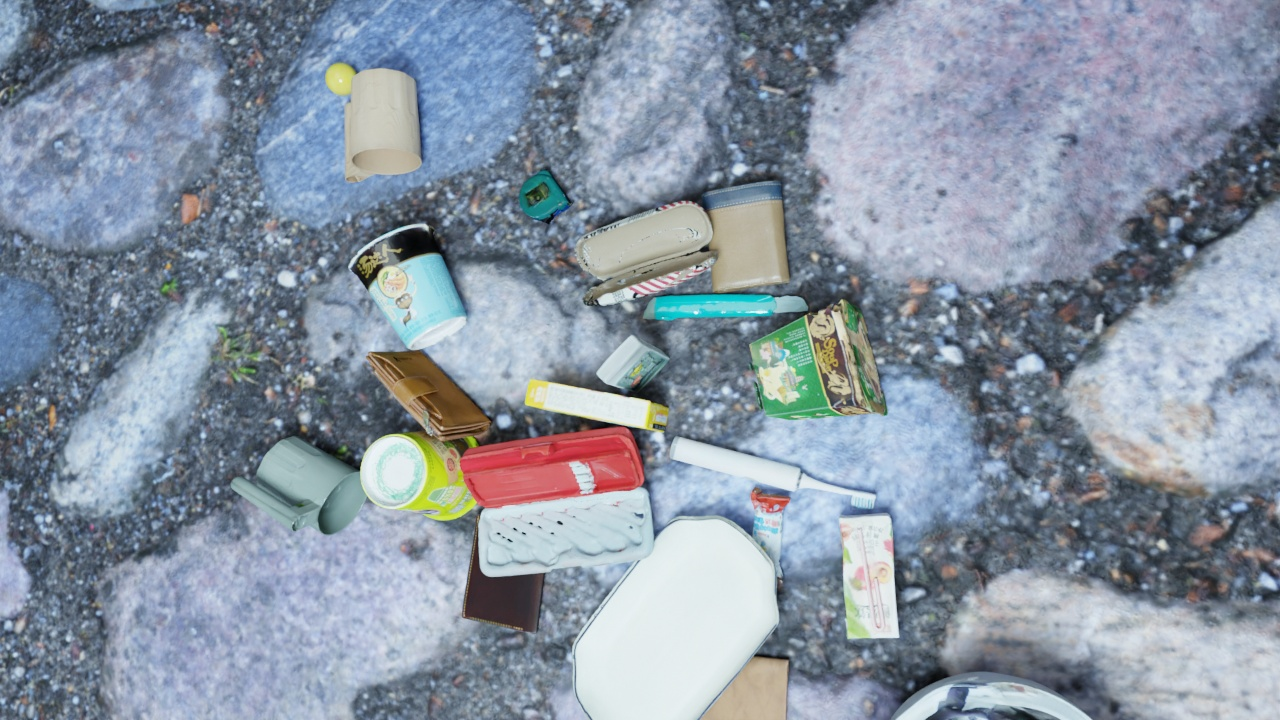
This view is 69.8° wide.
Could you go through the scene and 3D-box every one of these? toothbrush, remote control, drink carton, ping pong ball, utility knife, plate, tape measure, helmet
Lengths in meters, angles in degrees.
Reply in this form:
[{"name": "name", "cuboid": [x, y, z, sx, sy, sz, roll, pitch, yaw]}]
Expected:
[{"name": "toothbrush", "cuboid": [0.139, 0.120, 0.976, 0.221, 0.026, 0.026, 13, 98, 16]}, {"name": "remote control", "cuboid": [-0.006, 0.006, 0.972, 0.019, 0.135, 0.056, 45, 95, 14]}, {"name": "drink carton", "cuboid": [0.231, 0.218, 0.928, 0.053, 0.045, 0.122, -4, 83, 14]}, {"name": "ping pong ball", "cuboid": [-0.380, -0.358, 1.168, 0.040, 0.040, 0.040, -2, 83, 15]}, {"name": "utility knife", "cuboid": [0.092, -0.059, 1.016, 0.185, 0.013, 0.029, 0, 87, 17]}, {"name": "plate", "cuboid": [0.038, 0.286, 0.964, 0.162, 0.034, 0.266, 40, 98, 30]}, {"name": "tape measure", "cuboid": [-0.116, -0.192, 1.084, 0.054, 0.025, 0.058, -36, 75, 8]}, {"name": "helmet", "cuboid": [0.311, 0.398, 0.834, 0.229, 0.145, 0.259, 38, 102, 17]}]

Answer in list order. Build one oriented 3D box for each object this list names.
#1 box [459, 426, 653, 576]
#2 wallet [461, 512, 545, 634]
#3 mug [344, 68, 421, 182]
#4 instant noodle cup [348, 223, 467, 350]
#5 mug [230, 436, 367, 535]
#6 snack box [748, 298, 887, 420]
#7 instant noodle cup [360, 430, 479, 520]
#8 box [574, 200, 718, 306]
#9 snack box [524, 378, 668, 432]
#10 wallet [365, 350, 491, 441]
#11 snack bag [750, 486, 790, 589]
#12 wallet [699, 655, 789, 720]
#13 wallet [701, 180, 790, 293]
[{"name": "box", "cuboid": [-0.090, 0.152, 1.000, 0.201, 0.069, 0.158, -9, 96, 14]}, {"name": "wallet", "cuboid": [-0.154, 0.241, 1.046, 0.096, 0.020, 0.122, 7, 86, 20]}, {"name": "mug", "cuboid": [-0.326, -0.287, 1.133, 0.125, 0.084, 0.103, -12, 77, 40]}, {"name": "instant noodle cup", "cuboid": [-0.263, -0.081, 1.074, 0.111, 0.111, 0.120, -31, 84, 10]}, {"name": "mug", "cuboid": [-0.397, 0.150, 1.071, 0.103, 0.123, 0.084, 26, 108, 19]}, {"name": "snack box", "cuboid": [0.179, 0.010, 0.943, 0.106, 0.117, 0.118, -16, 76, 25]}, {"name": "instant noodle cup", "cuboid": [-0.247, 0.126, 1.030, 0.112, 0.123, 0.111, -2, 82, 15]}, {"name": "box", "cuboid": [0.001, -0.117, 1.009, 0.162, 0.075, 0.086, -17, 103, 25]}, {"name": "snack box", "cuboid": [-0.046, 0.050, 1.003, 0.140, 0.087, 0.033, 8, 85, 16]}, {"name": "wallet", "cuboid": [-0.245, 0.039, 1.043, 0.130, 0.119, 0.035, 43, 101, 15]}, {"name": "snack bag", "cuboid": [0.133, 0.188, 0.969, 0.045, 0.026, 0.105, 5, 87, 13]}, {"name": "wallet", "cuboid": [0.103, 0.366, 0.961, 0.101, 0.020, 0.115, 3, 86, 16]}, {"name": "wallet", "cuboid": [0.117, -0.136, 1.010, 0.090, 0.033, 0.115, -8, 82, 17]}]
